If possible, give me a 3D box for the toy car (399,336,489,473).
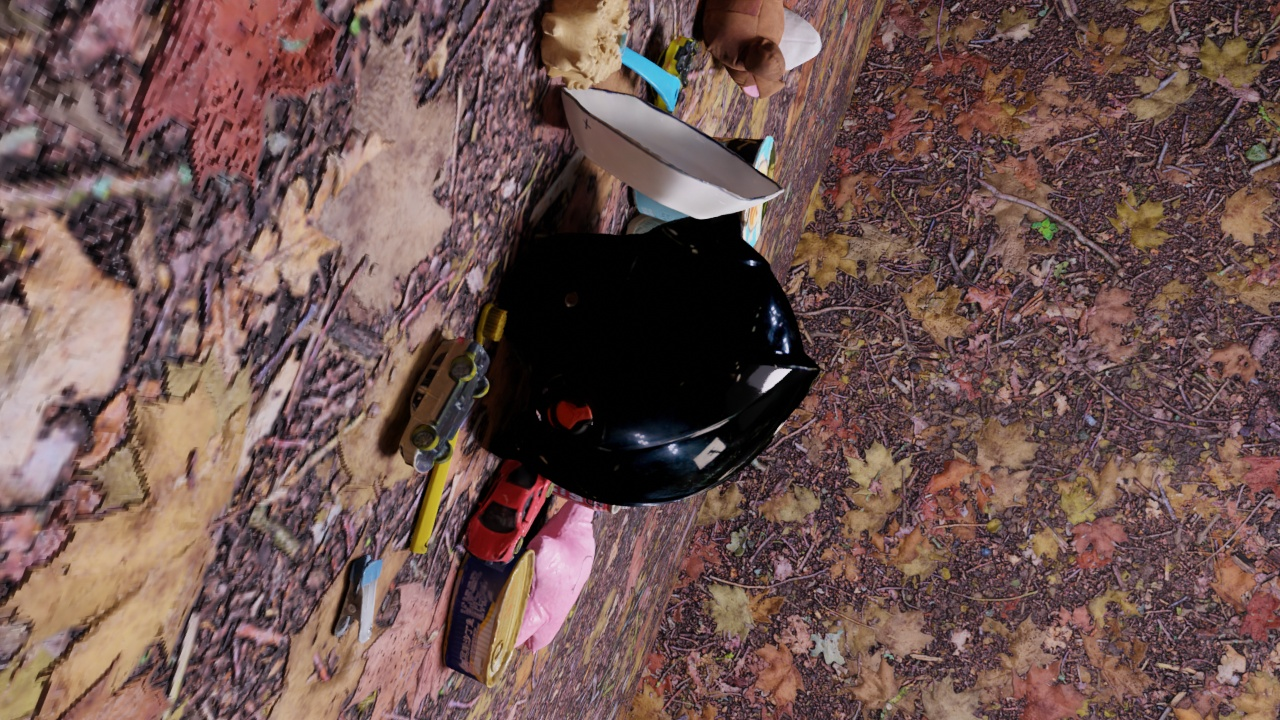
[{"bbox_3d":[-0.129,0.029,0.596,0.042,0.035,0.090,72,39,-68],"label":"toy car"}]

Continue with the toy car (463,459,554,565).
[{"bbox_3d":[-0.113,0.126,0.791,0.031,0.049,0.106,92,21,-52],"label":"toy car"}]

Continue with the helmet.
[{"bbox_3d":[0.005,0.009,0.754,0.275,0.230,0.233,-53,170,12],"label":"helmet"}]

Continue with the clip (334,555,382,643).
[{"bbox_3d":[-0.184,0.156,0.601,0.025,0.033,0.057,-20,122,-77],"label":"clip"}]

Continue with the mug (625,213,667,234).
[{"bbox_3d":[0.035,-0.103,0.972,0.124,0.084,0.104,-37,149,-32],"label":"mug"}]

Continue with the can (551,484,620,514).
[{"bbox_3d":[-0.058,0.106,0.895,0.066,0.094,0.066,21,89,-78],"label":"can"}]

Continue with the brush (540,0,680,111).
[{"bbox_3d":[-0.008,-0.225,0.687,0.254,0.046,0.083,-7,113,-70],"label":"brush"}]

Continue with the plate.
[{"bbox_3d":[0.027,-0.158,0.723,0.034,0.162,0.265,-59,173,20],"label":"plate"}]

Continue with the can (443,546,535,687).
[{"bbox_3d":[-0.139,0.228,0.837,0.074,0.049,0.148,-47,154,-61],"label":"can"}]

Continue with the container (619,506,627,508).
[{"bbox_3d":[-0.035,0.102,1.017,0.114,0.090,0.090,94,20,-62],"label":"container"}]

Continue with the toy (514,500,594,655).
[{"bbox_3d":[-0.094,0.232,0.980,0.194,0.074,0.179,-39,147,-70],"label":"toy"}]

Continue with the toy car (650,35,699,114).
[{"bbox_3d":[0.027,-0.259,0.849,0.105,0.032,0.048,109,3,-76],"label":"toy car"}]

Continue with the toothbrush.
[{"bbox_3d":[-0.132,0.051,0.663,0.015,0.016,0.190,-4,113,-76],"label":"toothbrush"}]

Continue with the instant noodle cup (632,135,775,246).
[{"bbox_3d":[0.060,-0.174,0.901,0.111,0.120,0.111,15,89,-74],"label":"instant noodle cup"}]

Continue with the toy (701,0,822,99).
[{"bbox_3d":[0.133,-0.353,0.987,0.199,0.130,0.140,-55,157,-82],"label":"toy"}]
